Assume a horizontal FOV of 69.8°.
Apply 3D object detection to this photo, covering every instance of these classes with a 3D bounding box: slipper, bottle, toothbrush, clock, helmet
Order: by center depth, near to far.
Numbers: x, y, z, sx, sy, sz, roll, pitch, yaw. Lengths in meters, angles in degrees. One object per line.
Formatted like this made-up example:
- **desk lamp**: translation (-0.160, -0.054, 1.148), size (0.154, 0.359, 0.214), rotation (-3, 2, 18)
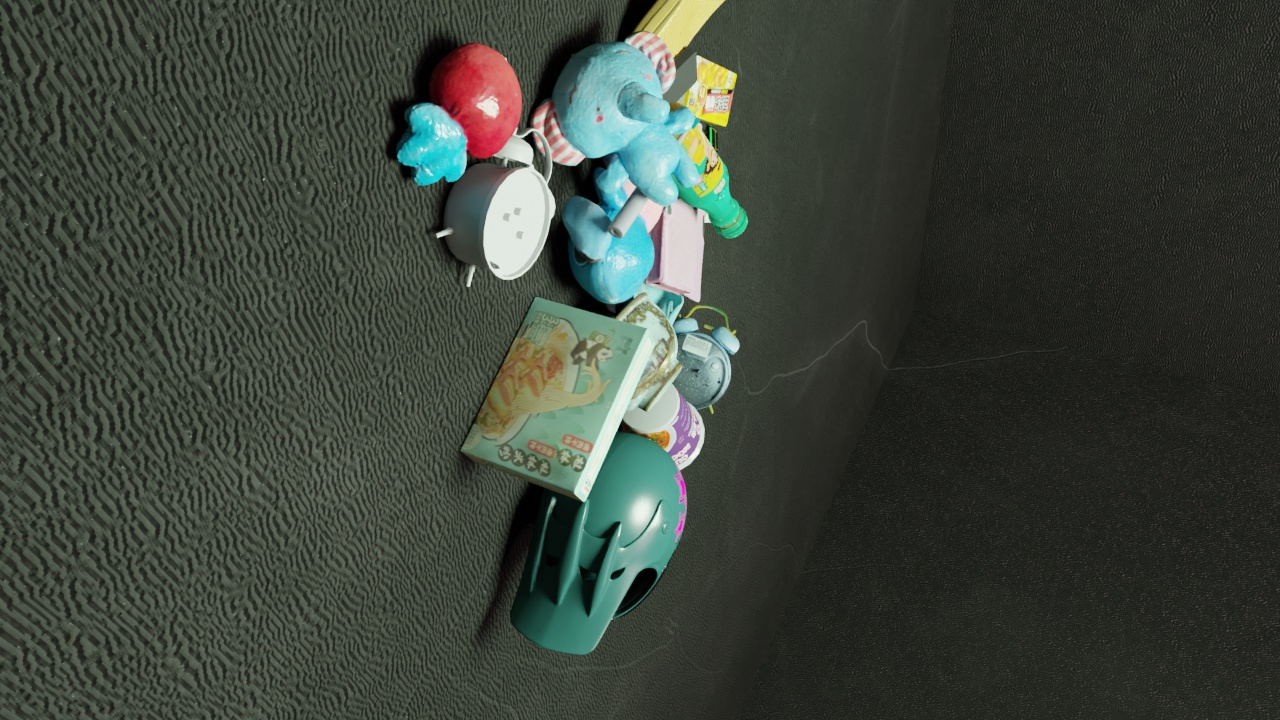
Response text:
- **clock**: translation (-0.124, -0.150, 0.872), size (0.159, 0.061, 0.120), rotation (-61, 154, -23)
- **toothbrush**: translation (0.018, -0.204, 0.994), size (0.187, 0.019, 0.018), rotation (-58, 171, -26)
- **slipper**: translation (0.049, -0.439, 1.058), size (0.263, 0.078, 0.099), rotation (-55, 163, 1)
- **bottle**: translation (0.073, -0.225, 1.129), size (0.209, 0.068, 0.068), rotation (43, 65, -49)
- **helmet**: translation (-0.049, 0.222, 1.148), size (0.274, 0.176, 0.200), rotation (-70, 159, -9)
- **slipper**: translation (0.021, -0.079, 1.247), size (0.115, 0.069, 0.277), rotation (-49, 146, -50)
- **clock**: translation (0.086, -0.004, 1.384), size (0.060, 0.118, 0.162), rotation (-33, 142, -73)

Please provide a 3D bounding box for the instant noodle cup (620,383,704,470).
- **instant noodle cup**: translation (0.019, 0.088, 1.268), size (0.122, 0.122, 0.136), rotation (67, 36, -63)

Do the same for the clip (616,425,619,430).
- **clip**: translation (-0.043, 0.104, 1.264), size (0.023, 0.045, 0.060), rotation (-37, 125, -49)

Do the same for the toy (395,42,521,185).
- **toy**: translation (-0.154, -0.206, 0.779), size (0.132, 0.062, 0.092), rotation (-48, 134, -13)

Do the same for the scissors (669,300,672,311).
- **scissors**: translation (0.056, -0.122, 1.337), size (0.127, 0.013, 0.125), rotation (94, 8, -54)

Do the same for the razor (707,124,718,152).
- **razor**: translation (0.114, -0.286, 1.375), size (0.144, 0.021, 0.044), rotation (66, 22, -57)

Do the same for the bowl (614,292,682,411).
- **bowl**: translation (-0.007, 0.007, 1.128), size (0.159, 0.094, 0.160), rotation (-51, 174, -8)

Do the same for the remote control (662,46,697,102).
- **remote control**: translation (0.019, -0.309, 1.088), size (0.133, 0.013, 0.058), rotation (-47, 163, -13)

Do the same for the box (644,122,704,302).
- **box**: translation (0.062, -0.202, 1.218), size (0.179, 0.040, 0.232), rotation (9, 83, -64)

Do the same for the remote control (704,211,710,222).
- **remote control**: translation (0.085, -0.228, 1.347), size (0.133, 0.022, 0.050), rotation (-17, 120, -63)

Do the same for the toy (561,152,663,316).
- **toy**: translation (-0.023, -0.150, 1.074), size (0.224, 0.099, 0.191), rotation (63, 39, -63)

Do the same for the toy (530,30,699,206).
- **toy**: translation (-0.010, -0.243, 0.939), size (0.183, 0.180, 0.115), rotation (-42, -175, -18)

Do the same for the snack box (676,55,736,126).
- **snack box**: translation (0.088, -0.368, 1.255), size (0.152, 0.025, 0.075), rotation (-15, 119, -63)

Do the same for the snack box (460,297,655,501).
- **snack box**: translation (-0.086, 0.038, 0.983), size (0.193, 0.141, 0.044), rotation (-66, 157, -18)
